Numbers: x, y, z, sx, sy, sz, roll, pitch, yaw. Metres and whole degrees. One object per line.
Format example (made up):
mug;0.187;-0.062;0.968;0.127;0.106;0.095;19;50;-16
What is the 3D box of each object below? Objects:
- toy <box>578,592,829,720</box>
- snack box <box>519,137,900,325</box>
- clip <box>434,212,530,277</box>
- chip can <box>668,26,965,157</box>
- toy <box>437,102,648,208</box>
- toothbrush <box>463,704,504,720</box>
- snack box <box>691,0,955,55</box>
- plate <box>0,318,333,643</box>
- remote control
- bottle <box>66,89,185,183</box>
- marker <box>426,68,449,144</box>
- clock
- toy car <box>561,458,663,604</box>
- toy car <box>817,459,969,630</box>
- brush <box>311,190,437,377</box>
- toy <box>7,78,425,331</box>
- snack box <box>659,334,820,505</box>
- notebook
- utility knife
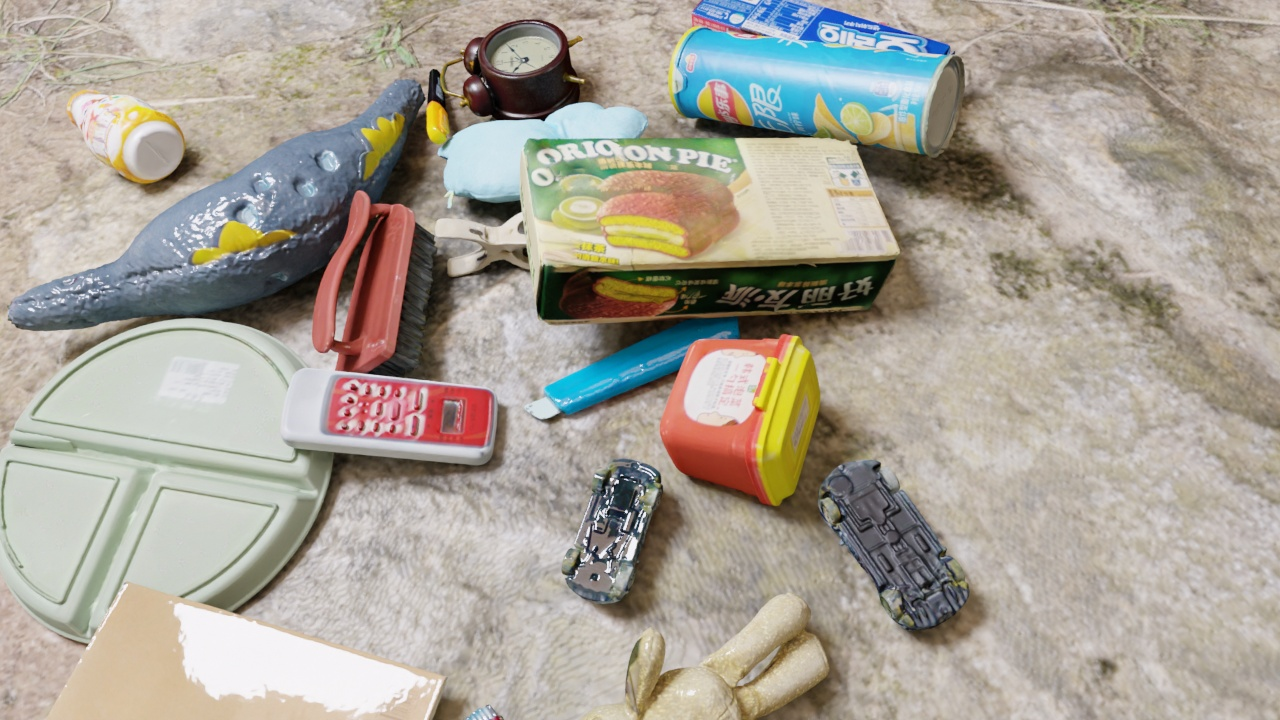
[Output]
toy;0.031;0.181;0.491;0.157;0.066;0.105;-28;101;-15
snack box;0.043;-0.091;0.621;0.240;0.063;0.114;-4;56;-13
clip;-0.100;-0.087;0.685;0.100;0.070;0.034;-7;58;-5
chip can;0.126;-0.203;0.685;0.210;0.071;0.071;19;61;32
toy;-0.084;-0.162;0.721;0.161;0.050;0.155;24;53;35
toothbrush;-0.149;0.254;0.488;0.187;0.016;0.017;-40;54;-17
snack box;0.142;-0.248;0.744;0.207;0.058;0.057;26;64;22
plate;-0.319;0.070;0.605;0.230;0.027;0.229;-2;64;3
remote control;-0.163;0.036;0.602;0.136;0.020;0.055;7;58;-10
bottle;-0.443;-0.196;0.784;0.108;0.063;0.063;30;66;23
marker;-0.171;-0.217;0.772;0.015;0.018;0.123;-34;39;15
clock;-0.107;-0.240;0.772;0.122;0.055;0.082;-6;58;0
toy car;-0.015;0.103;0.556;0.043;0.034;0.090;14;62;12
toy car;0.145;0.106;0.534;0.049;0.031;0.105;-25;59;-9
brush;-0.188;-0.055;0.650;0.063;0.069;0.145;-26;48;35
toy;-0.293;-0.106;0.693;0.355;0.091;0.138;-36;48;-17
snack box;0.061;0.032;0.566;0.080;0.082;0.091;9;58;24
notebook;-0.229;0.217;0.498;0.211;0.012;0.149;12;60;11
utility knife;-0.004;0.004;0.628;0.161;0.018;0.034;-23;55;-5
